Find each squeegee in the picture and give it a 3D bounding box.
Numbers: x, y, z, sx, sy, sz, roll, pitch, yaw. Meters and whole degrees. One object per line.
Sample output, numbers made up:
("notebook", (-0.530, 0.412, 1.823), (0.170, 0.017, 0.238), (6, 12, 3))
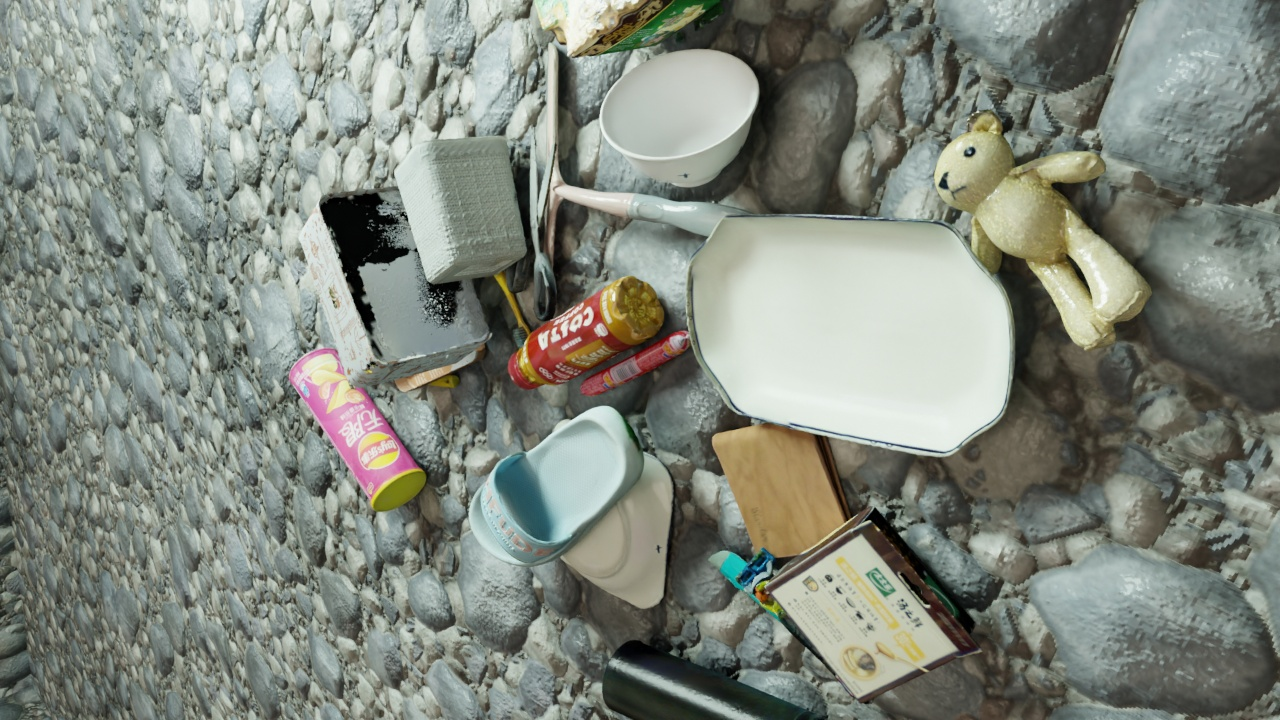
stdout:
("squeegee", (-0.007, -0.131, 0.768), (0.250, 0.040, 0.248), (18, 113, 37))

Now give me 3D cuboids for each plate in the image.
("plate", (-0.043, 0.150, 0.882), (0.164, 0.034, 0.164), (20, 115, 38))
("plate", (0.141, -0.026, 0.654), (0.266, 0.034, 0.162), (9, 111, 44))

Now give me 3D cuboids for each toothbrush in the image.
("toothbrush", (-0.147, -0.093, 0.917), (0.016, 0.018, 0.191), (-29, 82, 41))
("toothbrush", (-0.273, 0.016, 1.066), (0.190, 0.016, 0.016), (5, 104, 40))

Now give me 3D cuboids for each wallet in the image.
("wallet", (0.116, 0.104, 0.736), (0.101, 0.020, 0.115), (-20, 91, 45))

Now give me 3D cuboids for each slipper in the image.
("slipper", (-0.089, 0.125, 0.841), (0.246, 0.074, 0.104), (-40, 75, 40))

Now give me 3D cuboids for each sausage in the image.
("sausage", (-0.005, 0.005, 0.816), (0.156, 0.020, 0.020), (-27, 83, 43))

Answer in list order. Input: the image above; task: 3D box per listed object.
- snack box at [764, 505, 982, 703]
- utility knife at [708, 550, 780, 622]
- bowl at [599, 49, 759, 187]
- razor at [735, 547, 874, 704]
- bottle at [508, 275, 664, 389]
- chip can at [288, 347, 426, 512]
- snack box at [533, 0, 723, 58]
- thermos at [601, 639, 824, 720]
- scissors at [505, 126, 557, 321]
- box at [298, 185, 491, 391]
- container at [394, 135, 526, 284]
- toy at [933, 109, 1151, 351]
("snack box", (0.172, 0.177, 0.672), (0.113, 0.053, 0.126), (50, 129, 8))
("utility knife", (0.120, 0.208, 0.765), (0.157, 0.013, 0.029), (38, 126, 25))
("bowl", (0.034, -0.170, 0.690), (0.118, 0.118, 0.065), (32, 159, 32))
("razor", (0.132, 0.218, 0.735), (0.142, 0.022, 0.043), (47, 123, 20))
("bottle", (-0.056, -0.018, 0.829), (0.175, 0.057, 0.057), (-27, 83, 44))
("chip can", (-0.344, 0.080, 1.109), (0.210, 0.071, 0.072), (49, 129, 21))
("snack box", (-0.007, -0.292, 0.676), (0.118, 0.105, 0.117), (-18, 87, 42))
("thermos", (0.070, 0.309, 0.786), (0.243, 0.089, 0.068), (7, 89, 41))
("scissors", (-0.098, -0.118, 0.847), (0.176, 0.014, 0.159), (-38, 66, 57))
("box", (-0.263, -0.064, 0.948), (0.193, 0.156, 0.183), (-28, 80, 50))
("container", (-0.166, -0.138, 0.859), (0.090, 0.090, 0.114), (-18, 85, 59))
("toy", (0.233, -0.076, 0.546), (0.157, 0.066, 0.105), (58, 149, 24))
